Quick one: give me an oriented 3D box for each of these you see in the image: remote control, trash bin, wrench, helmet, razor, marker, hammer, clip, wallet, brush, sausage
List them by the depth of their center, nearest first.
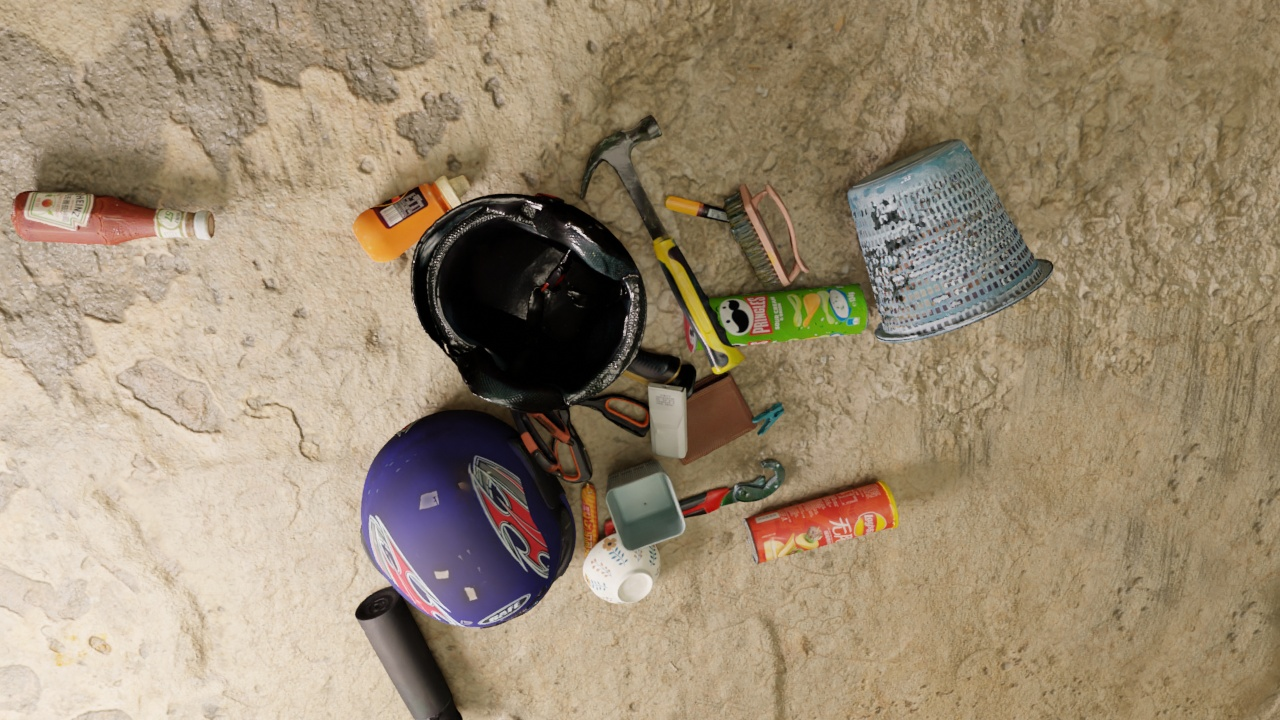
[{"bbox_3d":[-0.126,-0.075,1.076,0.274,0.230,0.233,30,99,-6],"label":"helmet"},{"bbox_3d":[0.033,-0.130,1.137,0.126,0.032,0.323,-27,95,4],"label":"hammer"},{"bbox_3d":[0.364,-0.157,1.140,0.226,0.226,0.195,-26,99,1],"label":"trash bin"},{"bbox_3d":[-0.209,0.219,1.167,0.247,0.240,0.315,-31,112,5],"label":"helmet"},{"bbox_3d":[0.164,-0.154,1.169,0.073,0.063,0.146,-24,124,14],"label":"brush"},{"bbox_3d":[0.089,-0.191,1.178,0.123,0.015,0.018,11,110,-15],"label":"marker"},{"bbox_3d":[0.037,0.082,1.222,0.049,0.024,0.125,7,129,14],"label":"remote control"},{"bbox_3d":[-0.007,0.007,1.222,0.167,0.062,0.068,21,137,-10],"label":"razor"},{"bbox_3d":[0.090,0.080,1.271,0.124,0.032,0.101,-27,115,3],"label":"wallet"},{"bbox_3d":[0.179,0.079,1.282,0.055,0.013,0.038,-39,121,-22],"label":"clip"},{"bbox_3d":[-0.071,0.247,1.313,0.021,0.021,0.165,-5,111,-7],"label":"sausage"},{"bbox_3d":[0.080,0.206,1.323,0.273,0.016,0.056,-19,112,-1],"label":"wrench"}]

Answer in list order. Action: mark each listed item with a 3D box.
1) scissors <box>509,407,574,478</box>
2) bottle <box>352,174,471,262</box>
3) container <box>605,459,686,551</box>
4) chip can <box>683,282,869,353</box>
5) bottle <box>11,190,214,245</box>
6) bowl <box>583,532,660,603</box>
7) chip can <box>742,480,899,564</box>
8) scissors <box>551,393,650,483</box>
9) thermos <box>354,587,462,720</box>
[{"bbox_3d":[-0.153,0.055,1.167,0.015,0.188,0.226,-37,130,15],"label":"scissors"},{"bbox_3d":[-0.270,-0.179,1.107,0.149,0.067,0.067,-33,112,-3],"label":"bottle"},{"bbox_3d":[0.004,0.191,1.249,0.090,0.111,0.090,-19,98,-1],"label":"container"},{"bbox_3d":[0.178,-0.058,1.210,0.236,0.072,0.072,-6,111,-6],"label":"chip can"},{"bbox_3d":[-0.605,-0.162,1.061,0.206,0.059,0.060,2,110,-9],"label":"bottle"},{"bbox_3d":[-0.019,0.304,1.305,0.113,0.062,0.114,-12,125,-18],"label":"bowl"},{"bbox_3d":[0.260,0.235,1.331,0.216,0.073,0.073,-14,112,-3],"label":"chip can"},{"bbox_3d":[-0.087,0.064,1.245,0.229,0.021,0.221,1,106,-7],"label":"scissors"},{"bbox_3d":[-0.323,0.446,1.314,0.068,0.090,0.243,-27,113,-16],"label":"thermos"}]
